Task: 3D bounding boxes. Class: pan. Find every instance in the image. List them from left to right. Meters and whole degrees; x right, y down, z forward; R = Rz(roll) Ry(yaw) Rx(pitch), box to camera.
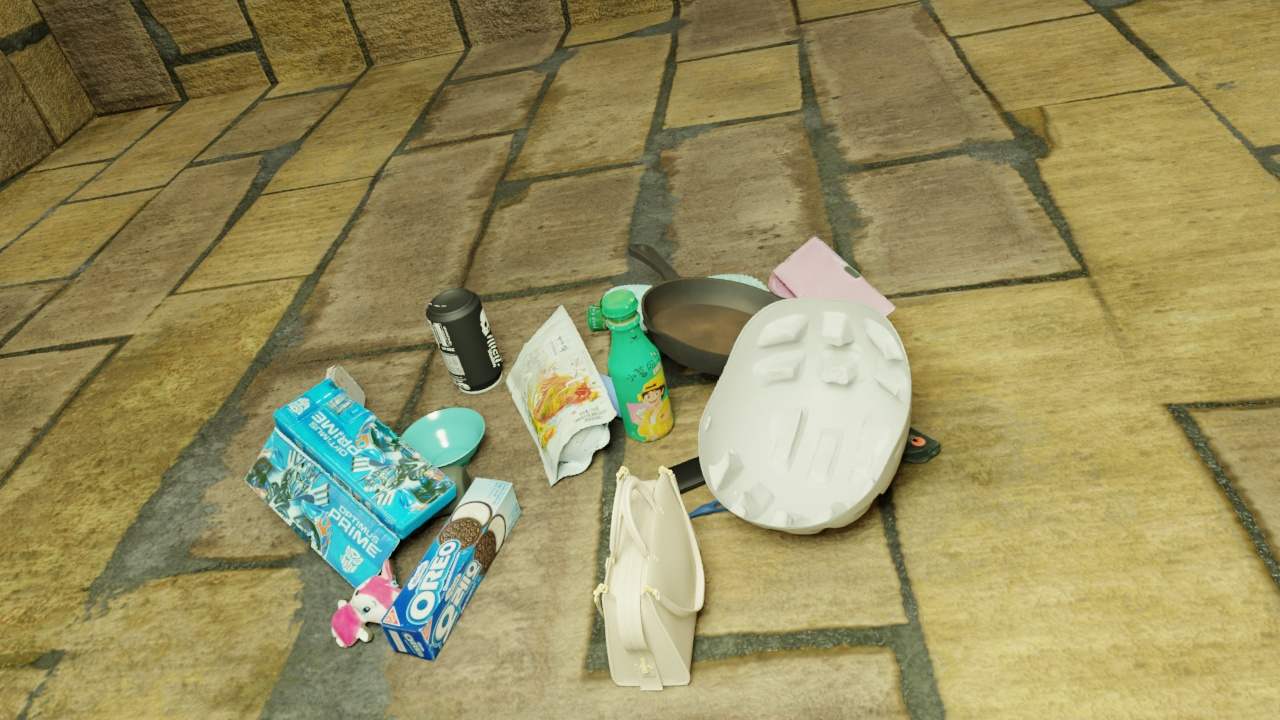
[{"bbox_3d":[0.078,-0.075,1.278,0.248,0.043,0.356,-10,35,-30],"label":"pan"}]

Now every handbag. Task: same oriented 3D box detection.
[{"bbox_3d":[0.003,0.194,0.920,0.101,0.198,0.194,-5,37,12],"label":"handbag"}]

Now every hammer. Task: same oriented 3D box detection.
[{"bbox_3d":[0.246,0.042,1.191,0.132,0.033,0.333,-29,39,-21],"label":"hammer"}]

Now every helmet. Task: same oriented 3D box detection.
[{"bbox_3d":[0.190,0.074,1.030,0.225,0.184,0.281,-3,41,29],"label":"helmet"}]

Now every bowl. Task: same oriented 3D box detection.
[{"bbox_3d":[-0.264,0.120,1.244,0.121,0.046,0.121,-10,36,7],"label":"bowl"}]

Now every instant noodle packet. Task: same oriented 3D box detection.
[{"bbox_3d":[-0.118,0.041,1.257,0.147,0.057,0.269,-49,38,13],"label":"instant noodle packet"}]

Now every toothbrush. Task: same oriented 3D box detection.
[{"bbox_3d":[0.085,0.173,1.077,0.132,0.016,0.021,-14,38,1],"label":"toothbrush"}]

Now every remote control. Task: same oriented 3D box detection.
[{"bbox_3d":[0.093,0.126,1.135,0.140,0.021,0.045,-22,35,-8],"label":"remote control"}]

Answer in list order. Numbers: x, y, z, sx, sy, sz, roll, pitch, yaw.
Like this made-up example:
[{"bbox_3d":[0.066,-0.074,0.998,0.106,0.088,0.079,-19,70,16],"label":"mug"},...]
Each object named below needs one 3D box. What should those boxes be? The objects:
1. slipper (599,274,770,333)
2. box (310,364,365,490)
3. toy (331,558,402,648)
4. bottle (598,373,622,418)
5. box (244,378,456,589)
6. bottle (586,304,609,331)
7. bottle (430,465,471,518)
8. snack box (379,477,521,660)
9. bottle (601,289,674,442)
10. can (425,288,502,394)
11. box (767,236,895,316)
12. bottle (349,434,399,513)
[{"bbox_3d":[0.071,-0.071,1.366,0.276,0.070,0.116,-4,43,-17],"label":"slipper"},{"bbox_3d":[-0.445,0.116,1.294,0.108,0.095,0.216,-35,33,15],"label":"box"},{"bbox_3d":[-0.309,0.278,1.042,0.102,0.050,0.065,-40,66,-17],"label":"toy"},{"bbox_3d":[-0.066,0.041,1.282,0.131,0.048,0.047,18,46,37],"label":"bottle"},{"bbox_3d":[-0.368,0.144,1.125,0.243,0.064,0.174,35,75,22],"label":"box"},{"bbox_3d":[-0.026,-0.068,1.424,0.110,0.043,0.042,-2,37,14],"label":"bottle"},{"bbox_3d":[-0.272,0.171,1.167,0.108,0.060,0.060,-12,36,3],"label":"bottle"},{"bbox_3d":[-0.213,0.234,1.064,0.059,0.059,0.225,7,40,21],"label":"snack box"},{"bbox_3d":[-0.007,0.007,1.168,0.068,0.210,0.068,-9,36,7],"label":"bottle"},{"bbox_3d":[-0.258,-0.028,1.358,0.080,0.146,0.080,-9,36,7],"label":"can"},{"bbox_3d":[0.272,-0.091,1.277,0.099,0.099,0.232,3,30,-21],"label":"box"},{"bbox_3d":[-0.354,0.163,1.208,0.056,0.056,0.160,-6,36,11],"label":"bottle"}]
